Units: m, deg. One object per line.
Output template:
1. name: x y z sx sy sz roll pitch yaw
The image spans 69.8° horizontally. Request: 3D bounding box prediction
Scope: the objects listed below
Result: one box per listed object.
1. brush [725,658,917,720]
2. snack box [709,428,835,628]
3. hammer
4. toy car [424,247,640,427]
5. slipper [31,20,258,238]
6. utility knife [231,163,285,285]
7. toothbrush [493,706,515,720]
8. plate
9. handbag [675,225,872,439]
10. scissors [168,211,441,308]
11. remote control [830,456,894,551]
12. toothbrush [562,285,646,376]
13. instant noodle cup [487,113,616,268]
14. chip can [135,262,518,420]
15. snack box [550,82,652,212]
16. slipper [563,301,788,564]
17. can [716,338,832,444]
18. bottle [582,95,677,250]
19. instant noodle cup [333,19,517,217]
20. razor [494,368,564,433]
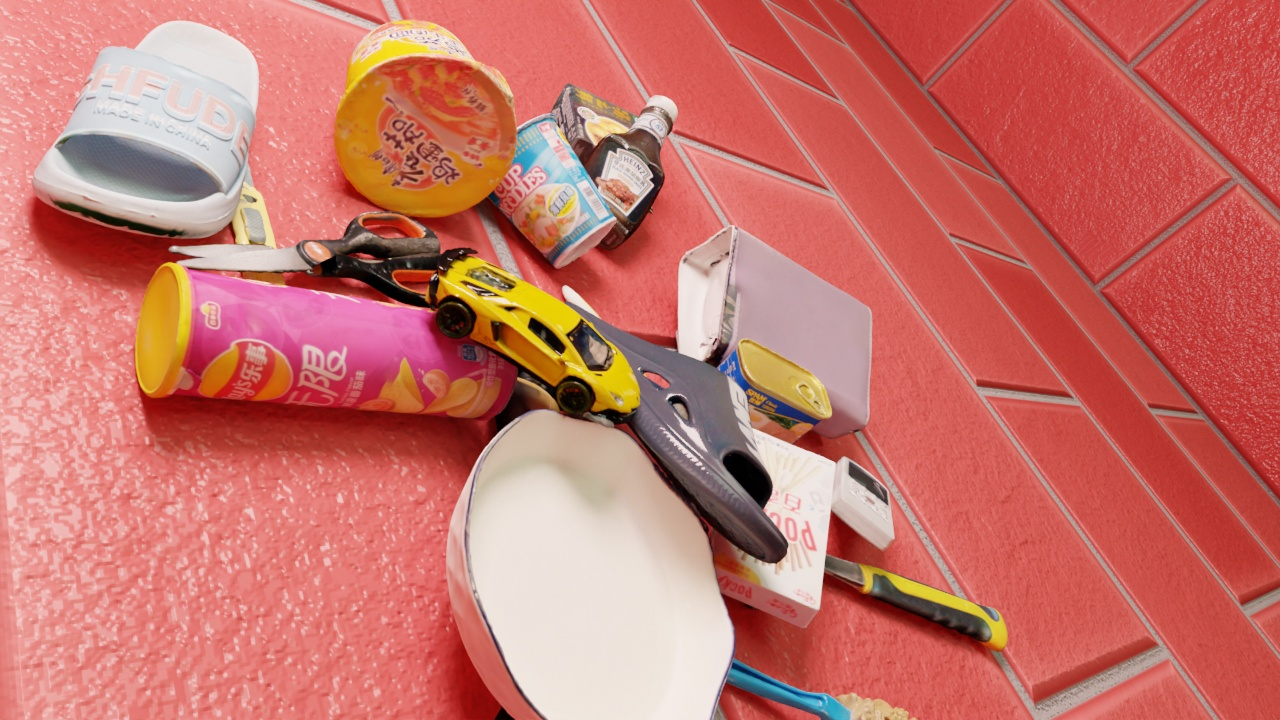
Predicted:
1. brush: 0.103 0.233 0.623 0.254 0.046 0.083 32 37 -12
2. snack box: 0.100 0.120 0.698 0.084 0.027 0.156 23 38 0
3. hammer: 0.202 0.188 0.788 0.323 0.032 0.126 25 37 -28
4. toy car: -0.063 -0.016 0.576 0.156 0.041 0.071 35 23 0
5. slipper: -0.298 -0.163 0.591 0.104 0.074 0.245 18 38 -23
6. utility knife: -0.262 -0.087 0.614 0.031 0.022 0.210 13 38 -47
7. toothbrush: -0.054 0.172 0.524 0.026 0.027 0.212 58 31 -7
8. plate: -0.028 0.129 0.528 0.205 0.046 0.204 35 37 -31
9. handbag: 0.130 -0.019 0.891 0.197 0.099 0.144 25 52 -30
10. scissors: -0.201 -0.060 0.622 0.142 0.022 0.234 44 27 -4
11. remote control: 0.202 0.126 0.833 0.058 0.021 0.149 39 15 4
12. toothbrush: -0.005 0.005 0.786 0.191 0.018 0.016 50 30 10
13. instant noodle cup: -0.080 -0.145 0.816 0.110 0.099 0.099 52 32 0
14. chip can: -0.178 -0.005 0.550 0.210 0.072 0.071 8 46 -43
15. snack box: -0.033 -0.237 1.020 0.125 0.053 0.113 17 40 -29
16. slipper: 0.025 0.027 0.656 0.268 0.083 0.111 45 -6 36
17. can: 0.100 0.040 0.800 0.102 0.083 0.057 26 36 -27
18. bottle: -0.010 -0.200 0.935 0.080 0.044 0.194 36 54 -14
19. instant noodle cup: -0.176 -0.201 0.738 0.138 0.138 0.109 20 31 -33
20. razor: -0.071 0.061 0.612 0.067 0.062 0.167 9 46 -10
